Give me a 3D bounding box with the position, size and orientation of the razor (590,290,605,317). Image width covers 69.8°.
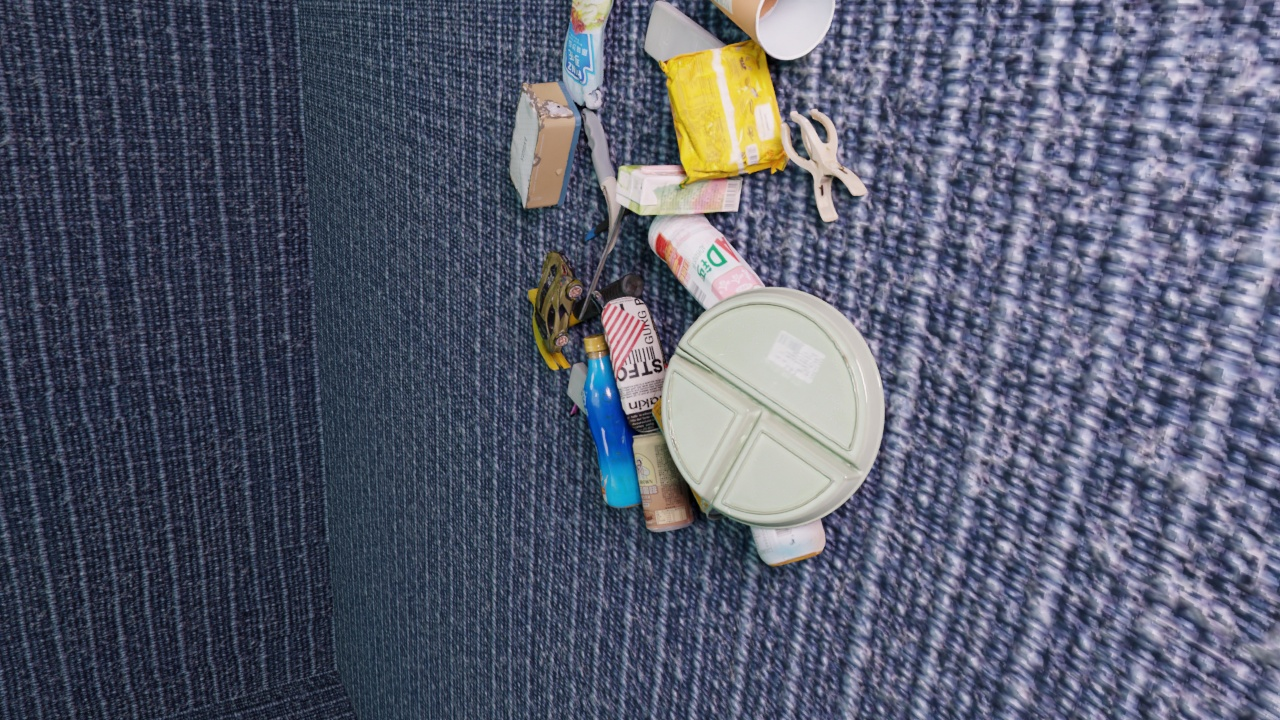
[{"bbox_3d":[-0.035,-0.032,1.163,0.043,0.022,0.143,31,148,46],"label":"razor"}]

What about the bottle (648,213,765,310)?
[{"bbox_3d":[0.083,-0.084,0.947,0.197,0.068,0.068,52,139,35],"label":"bottle"}]

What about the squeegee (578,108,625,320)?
[{"bbox_3d":[-0.046,-0.215,1.142,0.247,0.039,0.246,118,149,-59],"label":"squeegee"}]

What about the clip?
[{"bbox_3d":[0.162,-0.177,0.821,0.100,0.034,0.072,64,146,14],"label":"clip"}]

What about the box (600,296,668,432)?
[{"bbox_3d":[-0.006,0.006,1.109,0.086,0.075,0.162,155,98,-72],"label":"box"}]

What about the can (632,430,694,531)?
[{"bbox_3d":[0.027,0.143,1.100,0.059,0.058,0.116,-14,85,60],"label":"can"}]

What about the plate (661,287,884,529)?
[{"bbox_3d":[0.113,0.044,0.862,0.231,0.027,0.230,0,89,33],"label":"plate"}]

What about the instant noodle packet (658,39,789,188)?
[{"bbox_3d":[0.081,-0.236,0.886,0.044,0.111,0.128,-12,-88,-84],"label":"instant noodle packet"}]

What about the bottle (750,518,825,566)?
[{"bbox_3d":[0.127,0.105,0.909,0.068,0.067,0.189,-34,67,57],"label":"bottle"}]

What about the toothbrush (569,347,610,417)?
[{"bbox_3d":[-0.069,0.029,1.282,0.017,0.014,0.190,55,142,23],"label":"toothbrush"}]

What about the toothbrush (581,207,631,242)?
[{"bbox_3d":[-0.038,-0.181,1.177,0.190,0.016,0.014,-19,74,60],"label":"toothbrush"}]

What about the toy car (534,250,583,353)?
[{"bbox_3d":[-0.117,-0.077,1.249,0.070,0.042,0.158,55,143,40],"label":"toy car"}]

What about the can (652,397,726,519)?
[{"bbox_3d":[0.067,0.101,1.022,0.146,0.058,0.058,62,145,30],"label":"can"}]

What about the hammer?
[{"bbox_3d":[-0.080,-0.067,1.259,0.301,0.032,0.128,-20,80,60],"label":"hammer"}]

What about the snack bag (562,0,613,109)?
[{"bbox_3d":[-0.066,-0.415,1.149,0.110,0.038,0.191,44,135,38],"label":"snack bag"}]

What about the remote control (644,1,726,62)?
[{"bbox_3d":[0.050,-0.332,0.982,0.150,0.021,0.058,53,139,40],"label":"remote control"}]

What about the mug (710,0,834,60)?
[{"bbox_3d":[0.110,-0.332,0.833,0.122,0.078,0.078,54,140,45],"label":"mug"}]

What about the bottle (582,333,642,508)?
[{"bbox_3d":[-0.034,0.075,1.154,0.065,0.065,0.219,8,112,59],"label":"bottle"}]

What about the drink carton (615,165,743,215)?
[{"bbox_3d":[0.040,-0.176,0.937,0.053,0.122,0.046,40,129,50],"label":"drink carton"}]

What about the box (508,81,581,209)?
[{"bbox_3d":[-0.134,-0.286,1.253,0.185,0.062,0.089,111,141,-55],"label":"box"}]

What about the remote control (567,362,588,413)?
[{"bbox_3d":[-0.054,0.062,1.243,0.135,0.019,0.056,44,134,37],"label":"remote control"}]
